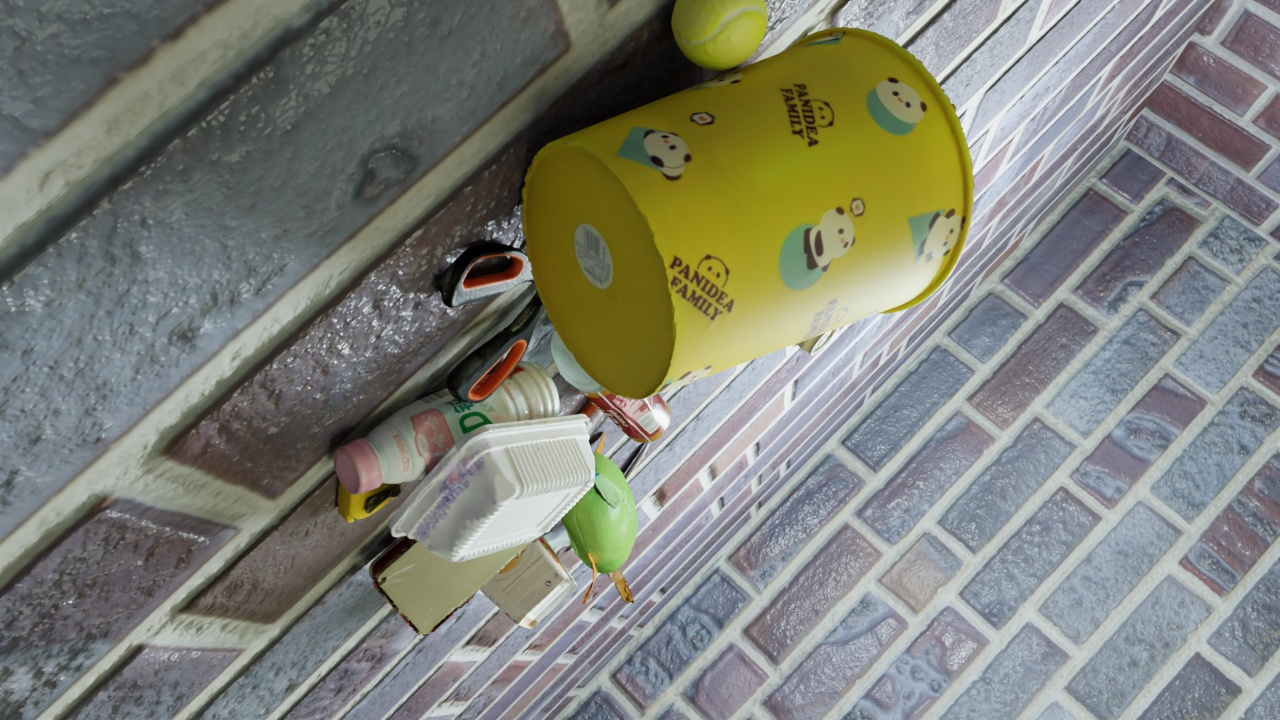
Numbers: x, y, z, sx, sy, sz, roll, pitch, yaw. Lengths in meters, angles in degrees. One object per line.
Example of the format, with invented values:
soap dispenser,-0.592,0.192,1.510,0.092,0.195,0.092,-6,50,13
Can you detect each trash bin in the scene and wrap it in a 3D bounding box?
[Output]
trash bin,0.068,-0.102,0.674,0.254,0.229,0.230,-24,153,-28

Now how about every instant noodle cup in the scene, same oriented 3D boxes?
instant noodle cup,-0.113,0.115,0.788,0.138,0.060,0.173,-47,157,23
instant noodle cup,-0.146,0.237,1.064,0.116,0.124,0.116,-43,162,-10

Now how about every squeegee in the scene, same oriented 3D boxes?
squeegee,-0.099,0.240,1.306,0.245,0.039,0.247,-17,146,-55

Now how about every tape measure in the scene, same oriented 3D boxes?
tape measure,-0.227,0.110,0.776,0.057,0.029,0.060,-31,156,-40

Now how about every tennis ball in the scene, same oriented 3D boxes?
tennis ball,0.054,-0.233,0.627,0.065,0.065,0.066,-40,160,-18

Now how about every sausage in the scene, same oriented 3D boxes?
sausage,-0.085,0.096,1.065,0.165,0.021,0.021,-50,161,11

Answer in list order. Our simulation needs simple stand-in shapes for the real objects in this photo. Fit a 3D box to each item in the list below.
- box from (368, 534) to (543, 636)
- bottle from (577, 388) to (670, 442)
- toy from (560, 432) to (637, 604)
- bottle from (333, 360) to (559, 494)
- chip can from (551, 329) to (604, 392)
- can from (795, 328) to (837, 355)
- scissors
box,-0.177,0.188,0.912,0.168,0.091,0.079,-41,-168,-16
bottle,-0.024,0.030,0.958,0.057,0.057,0.175,-45,144,-3
toy,-0.050,0.189,1.116,0.090,0.226,0.247,-6,144,8
bottle,-0.158,0.058,0.766,0.196,0.068,0.068,-24,151,-43
chip can,0.010,-0.043,0.888,0.214,0.071,0.071,-32,157,-45
can,0.199,-0.064,1.202,0.058,0.116,0.059,-41,160,-18
scissors,-0.086,-0.054,0.743,0.224,0.022,0.220,-61,154,10
